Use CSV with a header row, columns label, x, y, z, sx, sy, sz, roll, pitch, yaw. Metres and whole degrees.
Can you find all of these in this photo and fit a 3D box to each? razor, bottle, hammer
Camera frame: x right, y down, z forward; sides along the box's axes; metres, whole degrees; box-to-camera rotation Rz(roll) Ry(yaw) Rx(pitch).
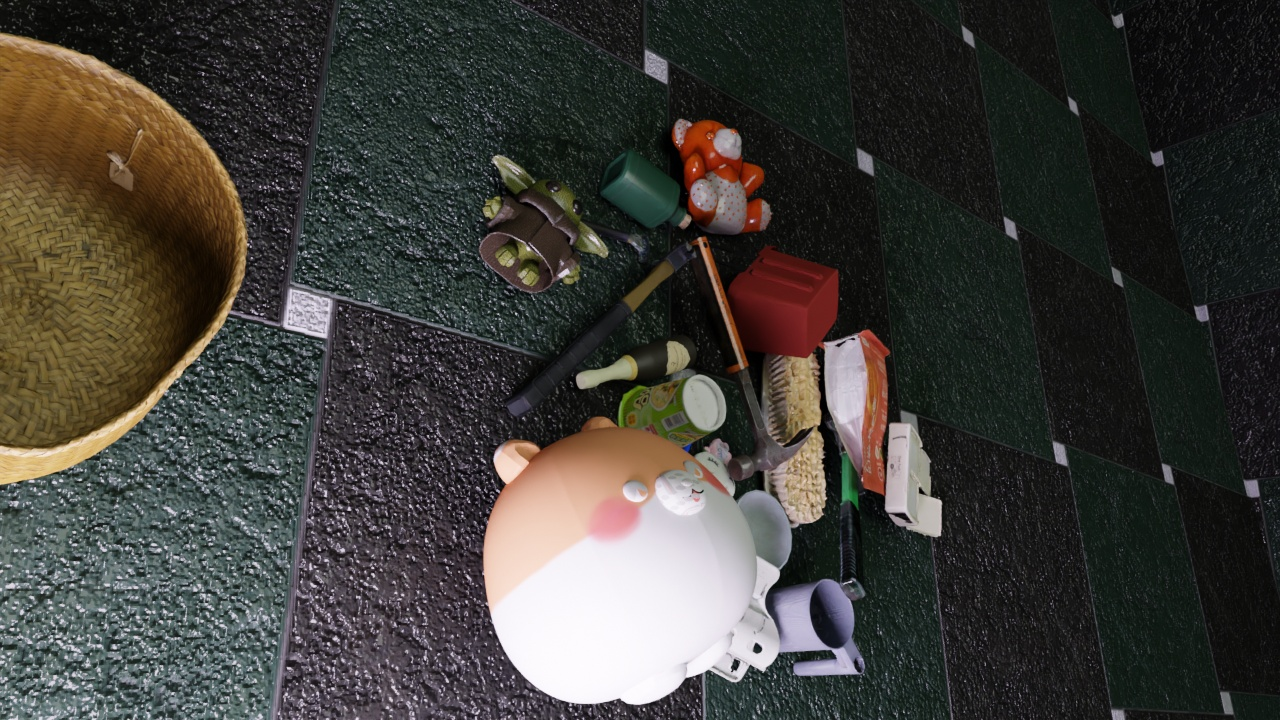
label,x,y,z,sx,sy,sz,roll,pitch,yaw
razor,-0.042,-0.166,1.194,0.144,0.022,0.042,15,63,-36
bottle,-0.007,0.007,1.139,0.184,0.046,0.045,-16,84,-43
hammer,0.287,0.202,1.252,0.130,0.032,0.317,57,25,-21
hammer,-0.038,-0.046,1.101,0.025,0.118,0.331,51,53,-9
bottle,0.014,-0.220,1.237,0.131,0.061,0.061,31,53,-28
hammer,0.131,-0.013,1.201,0.137,0.035,0.314,-16,86,-32

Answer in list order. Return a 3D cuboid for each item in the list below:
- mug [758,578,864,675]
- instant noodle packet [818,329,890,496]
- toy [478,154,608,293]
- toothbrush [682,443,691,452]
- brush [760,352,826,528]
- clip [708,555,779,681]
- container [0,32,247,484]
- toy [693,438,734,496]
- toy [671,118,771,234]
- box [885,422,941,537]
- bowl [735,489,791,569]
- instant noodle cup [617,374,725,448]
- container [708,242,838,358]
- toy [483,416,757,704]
label,x,y,z,sx,sy,sz,roll,pitch,yaw
mug,0.210,0.340,1.151,0.083,0.104,0.124,-32,95,-44
instant noodle packet,0.329,0.083,1.336,0.164,0.084,0.220,26,54,-62
toy,-0.121,-0.151,1.081,0.179,0.078,0.152,40,50,-18
toothbrush,0.049,0.124,1.160,0.018,0.016,0.182,38,52,-17
brush,0.212,0.098,1.283,0.083,0.057,0.270,21,60,-36
clip,0.119,0.302,1.087,0.126,0.096,0.152,36,84,-28
container,-0.471,-0.064,0.666,0.306,0.197,0.306,15,65,-35
toy,0.090,0.152,1.170,0.079,0.038,0.122,36,50,-16
toy,0.114,-0.270,1.324,0.163,0.093,0.172,2,70,-39
box,0.425,0.189,1.419,0.184,0.050,0.143,39,54,-52
bowl,0.145,0.224,1.186,0.106,0.039,0.106,17,63,-35
instant noodle cup,0.043,0.066,1.115,0.098,0.108,0.098,17,63,-36
container,0.163,-0.089,1.292,0.147,0.201,0.127,-46,141,-42
toy,-0.026,0.188,0.905,0.262,0.267,0.280,-13,66,-45
